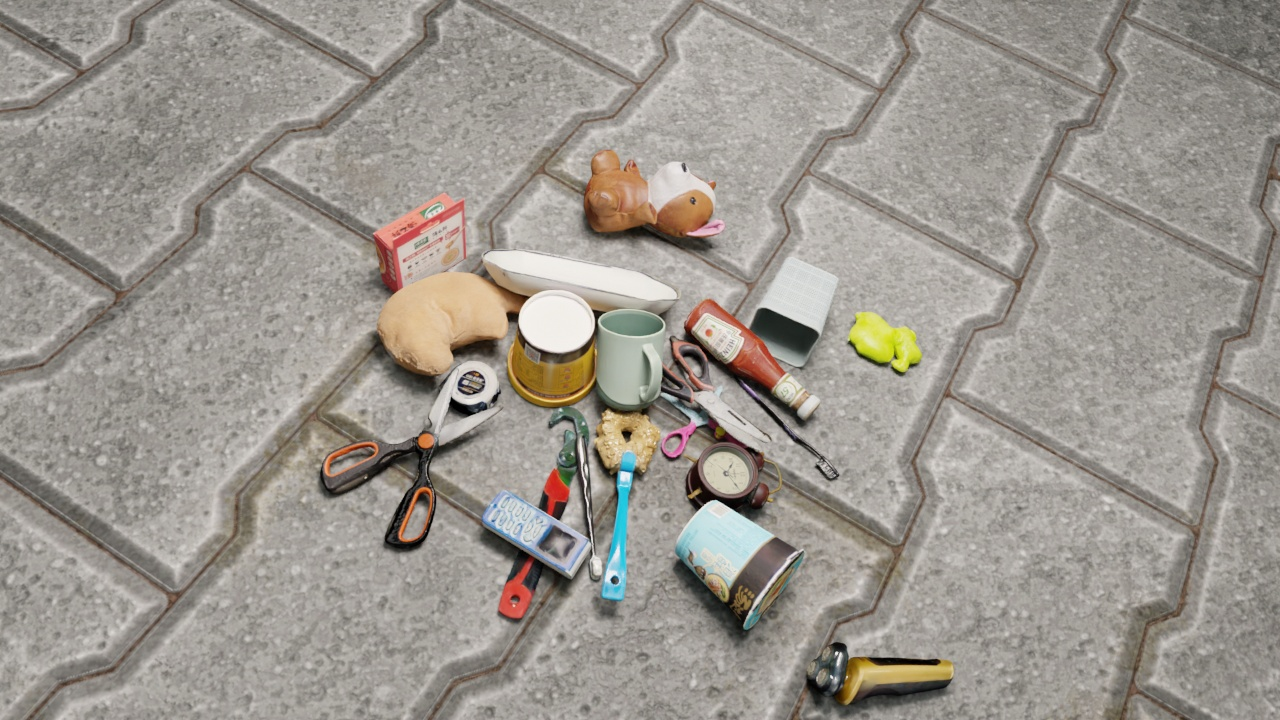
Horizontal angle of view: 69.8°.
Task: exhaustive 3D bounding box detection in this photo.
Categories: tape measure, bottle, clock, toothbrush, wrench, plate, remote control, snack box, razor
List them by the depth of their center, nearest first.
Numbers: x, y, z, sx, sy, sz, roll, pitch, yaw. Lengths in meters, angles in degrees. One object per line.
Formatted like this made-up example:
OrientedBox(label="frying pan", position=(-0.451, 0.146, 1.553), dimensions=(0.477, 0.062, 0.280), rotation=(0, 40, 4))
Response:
OrientedBox(label="razor", position=(0.271, 0.348, 1.026), dimensions=(0.167, 0.062, 0.067), rotation=(3, 89, -13))
OrientedBox(label="remote control", position=(-0.119, 0.198, 1.051), dimensions=(0.125, 0.024, 0.048), rotation=(29, 59, 10))
OrientedBox(label="wrench", position=(-0.111, 0.175, 1.091), dimensions=(0.056, 0.016, 0.272), rotation=(15, 58, 0))
OrientedBox(label="toothbrush", position=(-0.062, 0.170, 1.092), dimensions=(0.015, 0.018, 0.180), rotation=(-1, 63, -16))
OrientedBox(label="clock", position=(0.113, 0.144, 1.120), dimensions=(0.122, 0.055, 0.082), rotation=(1, 58, -10))
OrientedBox(label="tape measure", position=(-0.210, 0.036, 1.149), dimensions=(0.066, 0.034, 0.065), rotation=(33, 63, 10))
OrientedBox(label="toothbrush", position=(0.186, 0.085, 1.192), dimensions=(0.016, 0.014, 0.189), rotation=(-40, 72, -14))
OrientedBox(label="snack box", position=(-0.286, -0.157, 1.197), dimensions=(0.113, 0.127, 0.044), rotation=(-37, 71, -26))
OrientedBox(label="bottle", position=(0.148, 0.001, 1.209), dimensions=(0.206, 0.060, 0.059), rotation=(41, 62, 14))
OrientedBox(label="plate", position=(-0.079, -0.101, 1.212), dimensions=(0.265, 0.034, 0.162), rotation=(11, 17, -4))

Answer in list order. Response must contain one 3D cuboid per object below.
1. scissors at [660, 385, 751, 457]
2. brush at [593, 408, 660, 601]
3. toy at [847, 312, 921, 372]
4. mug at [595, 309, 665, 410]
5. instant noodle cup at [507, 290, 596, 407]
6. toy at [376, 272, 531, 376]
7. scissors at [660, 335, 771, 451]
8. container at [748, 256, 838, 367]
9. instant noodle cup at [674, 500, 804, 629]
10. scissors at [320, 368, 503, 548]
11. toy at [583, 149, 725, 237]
OrientedBox(label="scissors", position=(0.077, 0.081, 1.177), dimensions=(0.133, 0.017, 0.134), rotation=(33, 60, 16))
OrientedBox(label="brush", position=(-0.022, 0.162, 1.089), dimensions=(0.083, 0.046, 0.254), rotation=(10, 53, -7))
OrientedBox(label="toy", position=(0.338, -0.026, 1.271), dimensions=(0.100, 0.031, 0.096), rotation=(-3, 62, -11))
OrientedBox(label="mug", position=(-0.007, 0.007, 1.124), dimensions=(0.082, 0.106, 0.112), rotation=(-10, 29, -27))
OrientedBox(label="instant noodle cup", position=(-0.107, -0.019, 1.150), dimensions=(0.118, 0.115, 0.118), rotation=(3, 59, -6))
OrientedBox(label="toy", position=(-0.228, -0.064, 1.184), dimensions=(0.225, 0.083, 0.143), rotation=(-31, 66, -30))
OrientedBox(label="scissors", position=(0.087, 0.038, 1.178), dimensions=(0.205, 0.015, 0.198), rotation=(8, 46, 5))
OrientedBox(label="container", position=(0.208, -0.070, 1.245), dimensions=(0.090, 0.090, 0.111), rotation=(24, 56, 6))
OrientedBox(label="instant noodle cup", position=(0.106, 0.226, 1.049), dimensions=(0.120, 0.111, 0.111), rotation=(35, 60, 22))
OrientedBox(label="scissors", position=(-0.266, 0.117, 1.086), dimensions=(0.221, 0.022, 0.227), rotation=(-8, 68, -8))
OrientedBox(label="toy", position=(0.021, -0.234, 1.301), dimensions=(0.199, 0.131, 0.140), rotation=(11, 52, -13))
